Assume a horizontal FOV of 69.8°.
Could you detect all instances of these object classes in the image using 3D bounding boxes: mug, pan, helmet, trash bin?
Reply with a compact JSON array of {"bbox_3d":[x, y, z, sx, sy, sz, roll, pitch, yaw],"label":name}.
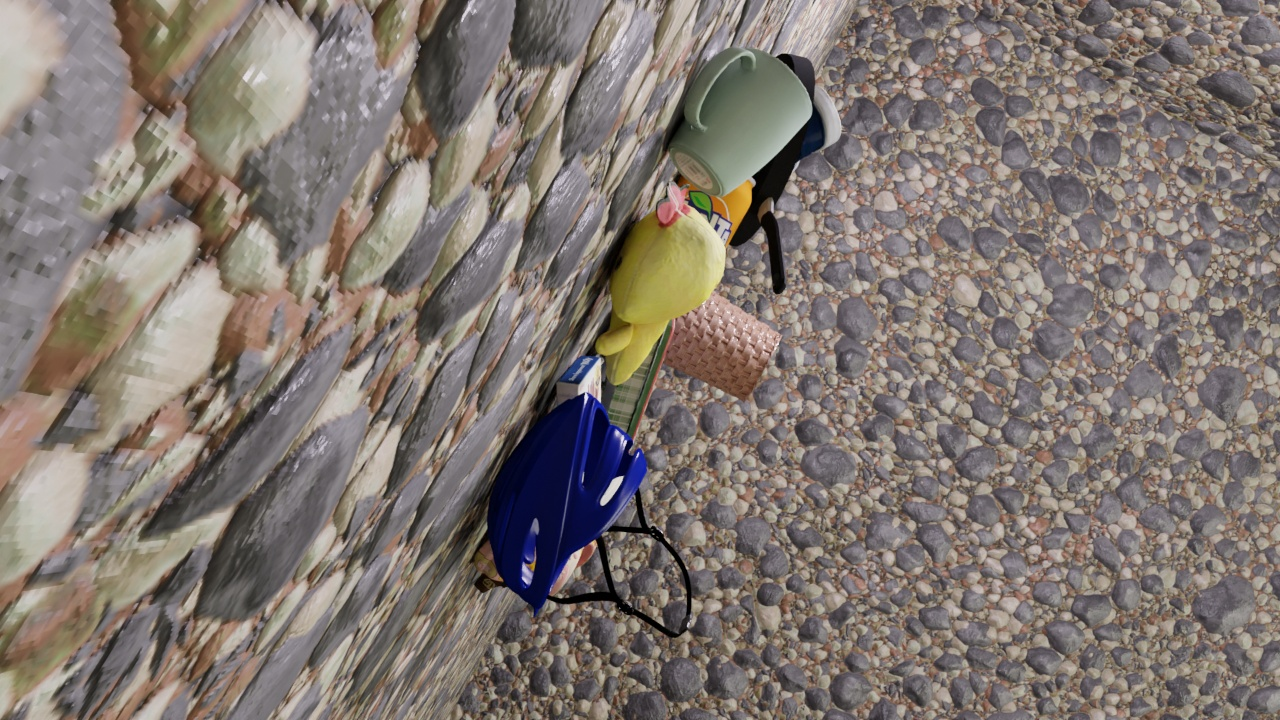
[{"bbox_3d":[0.073,-0.201,0.754,0.104,0.084,0.111,-48,147,-9],"label":"mug"},{"bbox_3d":[0.131,-0.198,1.015,0.355,0.034,0.226,-87,-160,-45],"label":"pan"},{"bbox_3d":[-0.033,0.159,0.868,0.242,0.228,0.147,-65,176,25],"label":"helmet"},{"bbox_3d":[0.096,-0.037,1.401,0.151,0.210,0.151,-60,177,-6],"label":"trash bin"}]

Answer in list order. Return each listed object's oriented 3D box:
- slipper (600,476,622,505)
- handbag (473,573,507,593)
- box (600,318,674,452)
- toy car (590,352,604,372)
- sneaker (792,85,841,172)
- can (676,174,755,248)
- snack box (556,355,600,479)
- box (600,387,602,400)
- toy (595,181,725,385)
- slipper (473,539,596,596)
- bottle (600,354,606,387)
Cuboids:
[{"bbox_3d":[-0.046,0.137,1.191,0.272,0.054,0.115,-69,168,-67],"label":"slipper"},{"bbox_3d":[-0.171,0.251,1.255,0.139,0.063,0.166,-43,-171,21],"label":"handbag"},{"bbox_3d":[-0.007,0.006,1.106,0.117,0.050,0.206,-91,-165,-56],"label":"box"},{"bbox_3d":[-0.067,0.032,1.054,0.090,0.027,0.038,-61,179,11],"label":"toy car"},{"bbox_3d":[0.156,-0.274,1.227,0.127,0.121,0.295,-27,-175,-8],"label":"sneaker"},{"bbox_3d":[0.057,-0.140,0.968,0.142,0.079,0.079,-61,177,3],"label":"can"},{"bbox_3d":[-0.064,0.078,0.970,0.081,0.026,0.150,-55,149,-64],"label":"snack box"},{"bbox_3d":[-0.033,0.005,1.345,0.076,0.036,0.215,-53,173,-43],"label":"box"},{"bbox_3d":[0.014,-0.064,0.851,0.133,0.092,0.208,-53,175,-48],"label":"toy"},{"bbox_3d":[-0.110,0.241,1.111,0.093,0.081,0.197,-49,149,17],"label":"slipper"},{"bbox_3d":[-0.028,-0.016,1.224,0.112,0.030,0.030,-59,177,-20],"label":"bottle"}]
